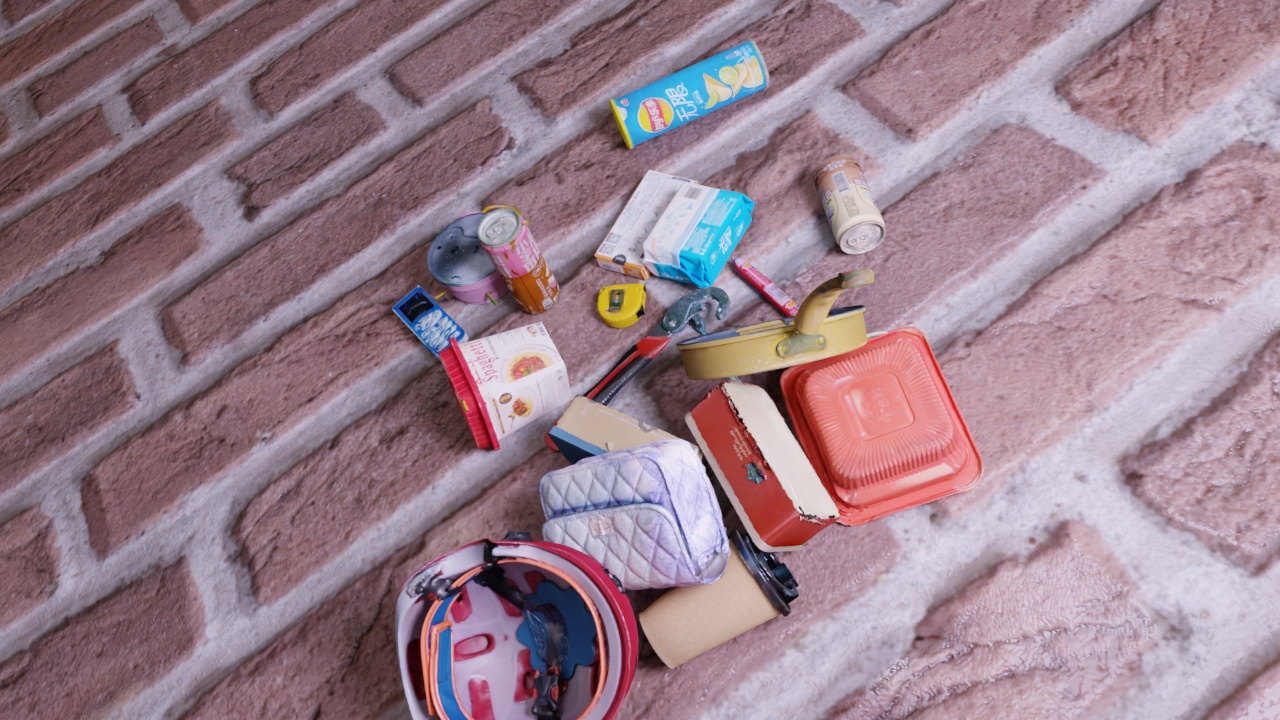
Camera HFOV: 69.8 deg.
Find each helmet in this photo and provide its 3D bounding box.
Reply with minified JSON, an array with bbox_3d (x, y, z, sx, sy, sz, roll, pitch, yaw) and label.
[{"bbox_3d":[-0.098,0.260,0.855,0.240,0.143,0.207,-17,83,18],"label":"helmet"}]

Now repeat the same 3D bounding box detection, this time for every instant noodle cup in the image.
[{"bbox_3d":[-0.153,0.023,1.060,0.124,0.117,0.116,-24,54,-13],"label":"instant noodle cup"},{"bbox_3d":[0.239,0.059,0.926,0.164,0.079,0.188,-22,66,7],"label":"instant noodle cup"}]

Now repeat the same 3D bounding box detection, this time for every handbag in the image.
[{"bbox_3d":[-0.015,0.155,0.883,0.194,0.075,0.134,-19,90,46],"label":"handbag"}]

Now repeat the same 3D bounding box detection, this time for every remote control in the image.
[{"bbox_3d":[-0.272,-0.048,1.186,0.049,0.024,0.125,-41,58,-11],"label":"remote control"}]

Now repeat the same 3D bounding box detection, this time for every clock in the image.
[{"bbox_3d":[-0.208,-0.146,1.207,0.117,0.060,0.158,7,63,22],"label":"clock"}]

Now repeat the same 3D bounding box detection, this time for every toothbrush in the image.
[{"bbox_3d":[0.097,0.008,1.045,0.016,0.018,0.191,-28,54,-1],"label":"toothbrush"}]

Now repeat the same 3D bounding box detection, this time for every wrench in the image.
[{"bbox_3d":[-0.006,0.006,1.068,0.273,0.016,0.056,-41,55,-4],"label":"wrench"}]

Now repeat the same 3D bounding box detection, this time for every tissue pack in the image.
[{"bbox_3d":[0.072,-0.155,1.125,0.090,0.063,0.139,18,64,29],"label":"tissue pack"}]

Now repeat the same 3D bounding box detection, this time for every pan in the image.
[{"bbox_3d":[0.146,-0.035,0.874,0.197,0.357,0.078,-13,93,-9],"label":"pan"}]

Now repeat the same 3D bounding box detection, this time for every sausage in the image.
[{"bbox_3d":[0.157,-0.078,1.079,0.020,0.020,0.156,-37,56,-8],"label":"sausage"}]

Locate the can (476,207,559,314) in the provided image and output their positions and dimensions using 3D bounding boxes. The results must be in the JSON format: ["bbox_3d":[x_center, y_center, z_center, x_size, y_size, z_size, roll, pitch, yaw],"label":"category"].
[{"bbox_3d":[-0.146,-0.118,1.117,0.058,0.147,0.057,-7,58,12],"label":"can"}]

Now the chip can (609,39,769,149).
[{"bbox_3d":[0.066,-0.364,1.253,0.210,0.071,0.071,-24,55,1],"label":"chip can"}]

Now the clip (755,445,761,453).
[{"bbox_3d":[0.110,0.105,0.983,0.054,0.013,0.033,-26,56,-1],"label":"clip"}]

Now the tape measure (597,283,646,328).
[{"bbox_3d":[-0.024,-0.070,1.123,0.060,0.029,0.057,-3,59,15],"label":"tape measure"}]

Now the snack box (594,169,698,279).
[{"bbox_3d":[0.010,-0.177,1.181,0.075,0.026,0.153,19,66,26],"label":"snack box"}]

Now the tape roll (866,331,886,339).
[{"bbox_3d":[0.261,0.008,0.998,0.086,0.014,0.085,-8,58,12],"label":"tape roll"}]

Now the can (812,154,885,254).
[{"bbox_3d":[0.249,-0.187,1.096,0.058,0.058,0.116,-16,56,6],"label":"can"}]

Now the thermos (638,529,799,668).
[{"bbox_3d":[0.074,0.230,0.876,0.143,0.093,0.093,-35,55,4],"label":"thermos"}]

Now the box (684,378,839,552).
[{"bbox_3d":[0.126,0.098,0.911,0.076,0.091,0.168,-45,56,27],"label":"box"}]

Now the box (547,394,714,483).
[{"bbox_3d":[-0.015,0.100,0.979,0.184,0.090,0.059,19,66,29],"label":"box"}]
